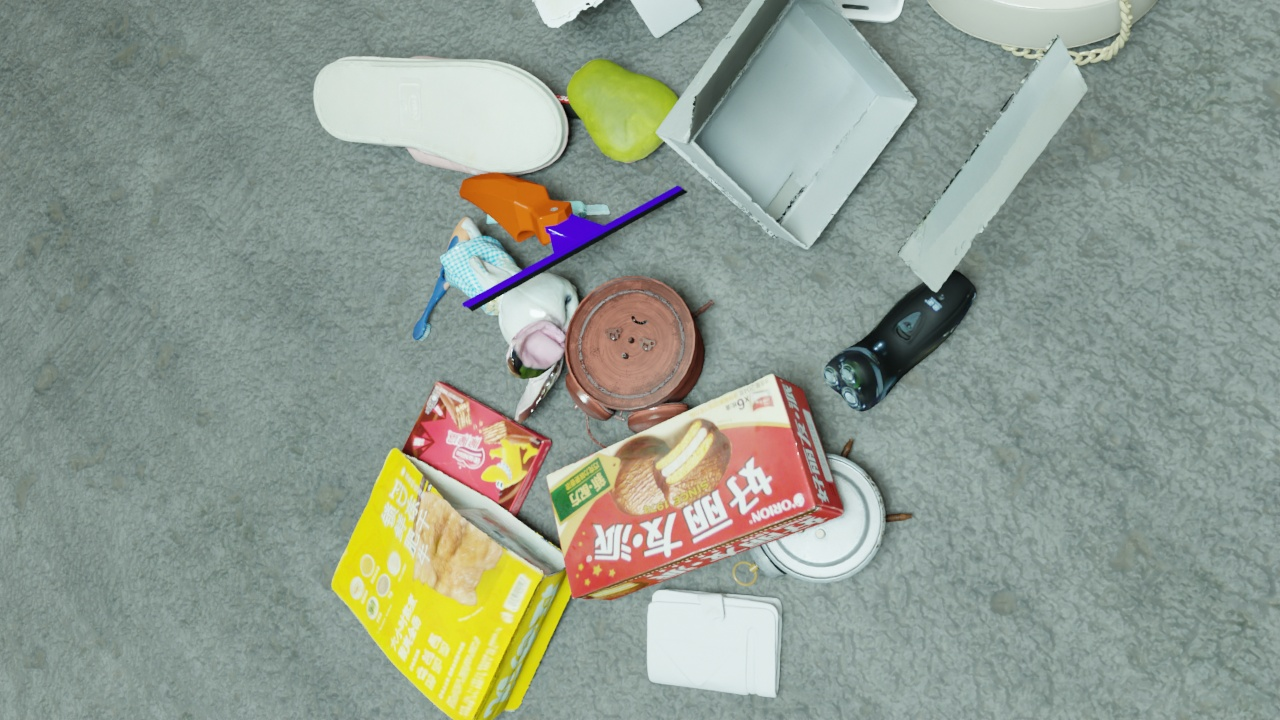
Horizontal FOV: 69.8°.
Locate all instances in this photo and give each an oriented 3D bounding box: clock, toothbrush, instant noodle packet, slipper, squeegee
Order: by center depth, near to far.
[{"bbox_3d":[0.138,0.138,0.758,0.148,0.056,0.104,-38,70,7],"label":"clock"},{"bbox_3d":[-0.005,0.005,0.818,0.121,0.072,0.157,18,86,20],"label":"clock"},{"bbox_3d":[-0.182,0.200,0.839,0.222,0.084,0.163,30,102,25],"label":"instant noodle packet"},{"bbox_3d":[-0.111,-0.141,0.853,0.248,0.055,0.185,-34,40,-30],"label":"squeegee"},{"bbox_3d":[-0.199,-0.250,0.921,0.274,0.054,0.114,13,111,13],"label":"slipper"},{"bbox_3d":[-0.199,-0.082,0.928,0.021,0.017,0.135,21,85,16],"label":"toothbrush"}]

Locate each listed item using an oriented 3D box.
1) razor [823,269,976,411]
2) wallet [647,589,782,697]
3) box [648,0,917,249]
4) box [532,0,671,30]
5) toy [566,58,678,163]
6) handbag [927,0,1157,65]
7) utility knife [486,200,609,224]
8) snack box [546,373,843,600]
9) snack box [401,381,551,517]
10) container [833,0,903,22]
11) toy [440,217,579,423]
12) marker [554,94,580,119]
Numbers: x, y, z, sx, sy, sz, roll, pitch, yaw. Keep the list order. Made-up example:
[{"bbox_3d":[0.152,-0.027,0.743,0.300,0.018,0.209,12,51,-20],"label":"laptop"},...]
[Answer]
[{"bbox_3d":[0.214,-0.020,0.754,0.140,0.063,0.053,-45,72,8],"label":"razor"},{"bbox_3d":[0.062,0.239,0.779,0.116,0.032,0.086,-4,82,17],"label":"wallet"},{"bbox_3d":[0.099,-0.217,0.663,0.150,0.368,0.167,37,93,17],"label":"box"},{"bbox_3d":[-0.034,-0.354,0.862,0.137,0.124,0.108,-33,73,13],"label":"box"},{"bbox_3d":[-0.019,-0.242,0.869,0.090,0.051,0.110,-45,87,-1],"label":"toy"},{"bbox_3d":[0.338,-0.369,0.753,0.211,0.103,0.208,17,83,18],"label":"handbag"},{"bbox_3d":[-0.092,-0.147,0.903,0.129,0.015,0.022,1,85,16],"label":"utility knife"},{"bbox_3d":[0.037,0.111,0.759,0.237,0.060,0.113,-27,64,27],"label":"snack box"},{"bbox_3d":[-0.160,0.088,0.882,0.133,0.021,0.089,26,91,20],"label":"snack box"},{"bbox_3d":[0.205,-0.377,0.824,0.081,0.049,0.129,13,85,20],"label":"container"},{"bbox_3d":[-0.116,-0.056,0.868,0.105,0.131,0.205,-22,61,-18],"label":"toy"},{"bbox_3d":[-0.112,-0.261,0.924,0.145,0.021,0.023,12,92,20],"label":"marker"}]
